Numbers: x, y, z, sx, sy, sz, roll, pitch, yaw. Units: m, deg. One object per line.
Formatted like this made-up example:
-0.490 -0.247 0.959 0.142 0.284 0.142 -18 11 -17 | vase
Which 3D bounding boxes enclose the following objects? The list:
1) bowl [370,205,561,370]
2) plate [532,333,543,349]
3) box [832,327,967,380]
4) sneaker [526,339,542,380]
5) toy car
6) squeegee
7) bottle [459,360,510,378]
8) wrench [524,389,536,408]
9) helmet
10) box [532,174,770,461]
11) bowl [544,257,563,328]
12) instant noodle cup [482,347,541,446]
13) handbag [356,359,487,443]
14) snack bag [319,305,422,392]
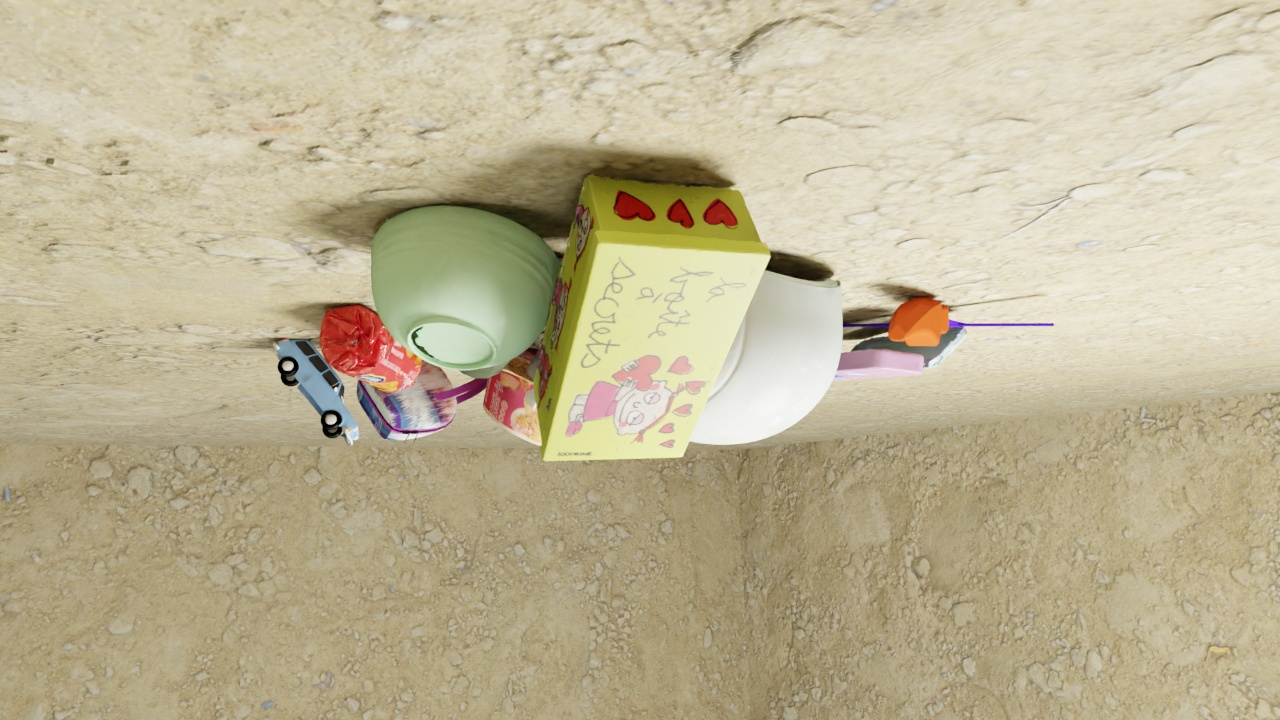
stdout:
-0.137 -0.042 0.698 0.151 0.076 0.151 4 148 2 | bowl
-0.063 -0.022 1.187 0.157 0.014 0.157 -2 171 0 | plate
0.293 -0.003 1.156 0.148 0.051 0.214 -18 -177 -22 | box
-0.006 0.007 1.052 0.236 0.090 0.099 15 -161 -8 | sneaker
-0.392 0.037 1.126 0.054 0.153 0.056 -38 176 -24 | toy car
0.308 -0.042 1.010 0.250 0.055 0.184 1 -171 31 | squeegee
-0.172 -0.019 0.997 0.071 0.071 0.207 0 171 -15 | bottle
-0.055 0.035 1.110 0.047 0.009 0.272 29 -163 20 | wrench
0.070 0.003 0.909 0.236 0.163 0.265 8 167 -43 | helmet
-0.002 -0.023 0.670 0.124 0.082 0.222 3 139 -19 | box
-0.077 -0.059 0.817 0.110 0.055 0.110 -2 171 0 | bowl
-0.121 0.050 1.157 0.178 0.078 0.178 25 -169 -6 | instant noodle cup
-0.261 0.027 1.155 0.169 0.144 0.068 -22 151 -34 | handbag
-0.298 -0.011 1.014 0.082 0.082 0.176 -3 170 2 | snack bag
